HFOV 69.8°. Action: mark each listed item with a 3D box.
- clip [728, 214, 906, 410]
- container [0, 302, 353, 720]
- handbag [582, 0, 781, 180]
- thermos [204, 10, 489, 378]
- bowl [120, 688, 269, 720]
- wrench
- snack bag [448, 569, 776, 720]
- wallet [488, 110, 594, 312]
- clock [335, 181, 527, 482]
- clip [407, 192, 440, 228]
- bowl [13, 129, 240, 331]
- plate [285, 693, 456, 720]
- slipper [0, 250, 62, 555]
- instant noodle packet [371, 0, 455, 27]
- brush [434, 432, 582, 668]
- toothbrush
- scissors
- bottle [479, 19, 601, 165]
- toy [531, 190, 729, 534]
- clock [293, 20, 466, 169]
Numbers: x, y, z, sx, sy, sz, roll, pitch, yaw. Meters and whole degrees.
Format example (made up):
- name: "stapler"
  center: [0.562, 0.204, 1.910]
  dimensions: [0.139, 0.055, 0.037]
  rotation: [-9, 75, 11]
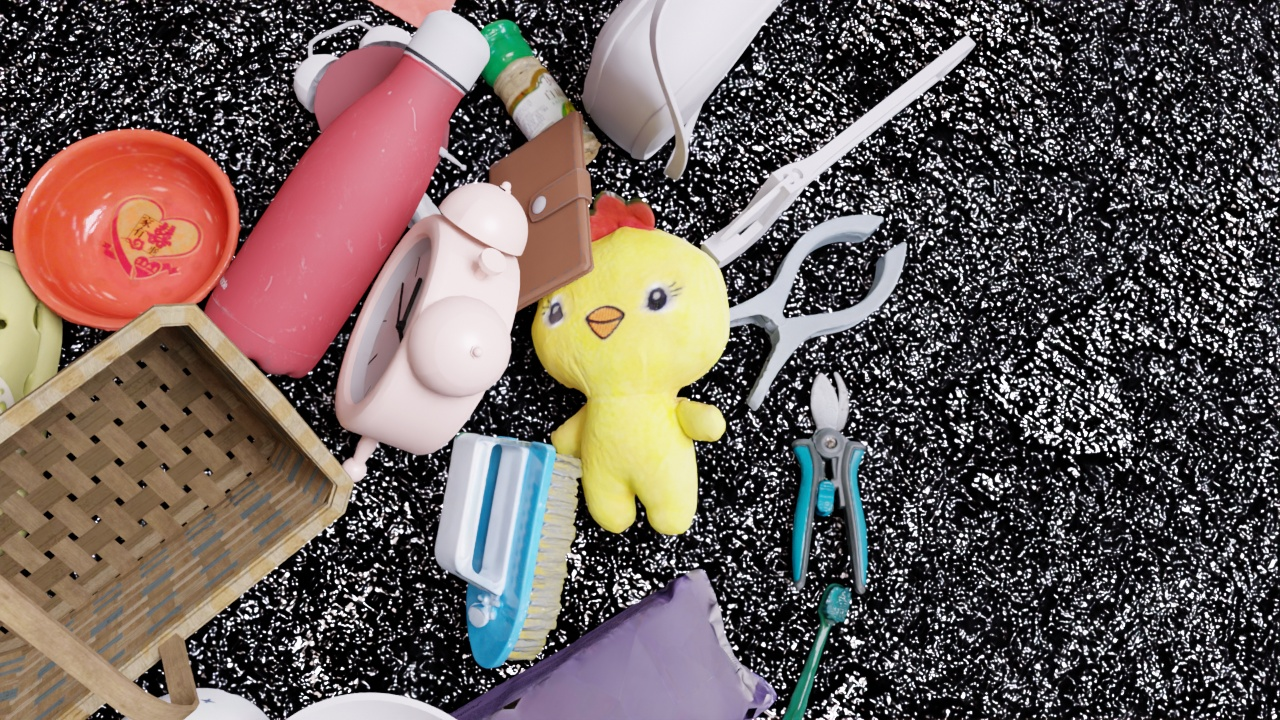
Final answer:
- name: "clip"
  center: [0.104, -0.053, 0.635]
  dimensions: [0.163, 0.028, 0.106]
  rotation: [-41, 84, -14]
- name: "container"
  center: [-0.283, 0.097, 0.457]
  dimensions: [0.249, 0.186, 0.157]
  rotation: [-40, 118, -13]
- name: "handbag"
  center: [0.066, -0.228, 0.573]
  dimensions: [0.095, 0.216, 0.222]
  rotation: [43, 86, -6]
- name: "thermos"
  center: [-0.171, -0.104, 0.555]
  dimensions: [0.073, 0.073, 0.240]
  rotation: [35, 94, 2]
- name: "bowl"
  center: [-0.259, 0.244, 0.508]
  dimensions: [0.113, 0.063, 0.113]
  rotation: [2, 78, -7]
- name: "wrench"
  center: [0.145, -0.151, 0.647]
  dimensions: [0.272, 0.087, 0.018]
  rotation: [-39, 85, -23]
- name: "snack bag"
  center: [-0.027, 0.215, 0.544]
  dimensions: [0.205, 0.058, 0.096]
  rotation: [-29, 82, -11]
- name: "wallet"
  center: [-0.067, -0.093, 0.586]
  dimensions: [0.013, 0.088, 0.120]
  rotation: [25, 51, -46]
- name: "clock"
  center: [-0.113, -0.012, 0.525]
  dimensions: [0.086, 0.161, 0.130]
  rotation: [20, 52, -23]
- name: "clip"
  center: [-0.117, -0.070, 0.609]
  dimensions: [0.054, 0.057, 0.102]
  rotation: [-31, 83, 12]
- name: "bowl"
  center: [-0.315, -0.077, 0.580]
  dimensions: [0.130, 0.045, 0.130]
  rotation: [1, 77, -6]
- name: "plate"
  center: [-0.133, 0.259, 0.488]
  dimensions: [0.174, 0.036, 0.174]
  rotation: [0, 87, 9]
- name: "slipper"
  center: [-0.400, 0.023, 0.531]
  dimensions: [0.091, 0.082, 0.190]
  rotation: [-3, 81, -5]
- name: "instant noodle packet"
  center: [-0.165, -0.364, 0.654]
  dimensions: [0.164, 0.084, 0.220]
  rotation: [27, 85, -5]
- name: "brush"
  center: [-0.084, 0.114, 0.545]
  dimensions: [0.075, 0.055, 0.136]
  rotation: [13, 83, -43]
- name: "toothbrush"
  center: [0.095, 0.230, 0.576]
  dimensions: [0.016, 0.017, 0.189]
  rotation: [24, 76, -1]
- name: "scissors"
  center: [0.121, 0.084, 0.607]
  dimensions: [0.149, 0.019, 0.131]
  rotation: [-39, 74, -12]
- name: "bottle"
  center: [-0.074, -0.180, 0.633]
  dimensions: [0.043, 0.043, 0.111]
  rotation: [-34, 84, -13]
- name: "toy"
  center: [-0.003, 0.003, 0.574]
  dimensions: [0.134, 0.092, 0.207]
  rotation: [-5, 78, 28]
- name: "clock"
  center: [-0.177, -0.172, 0.618]
  dimensions: [0.087, 0.044, 0.124]
  rotation: [-30, 83, -12]
